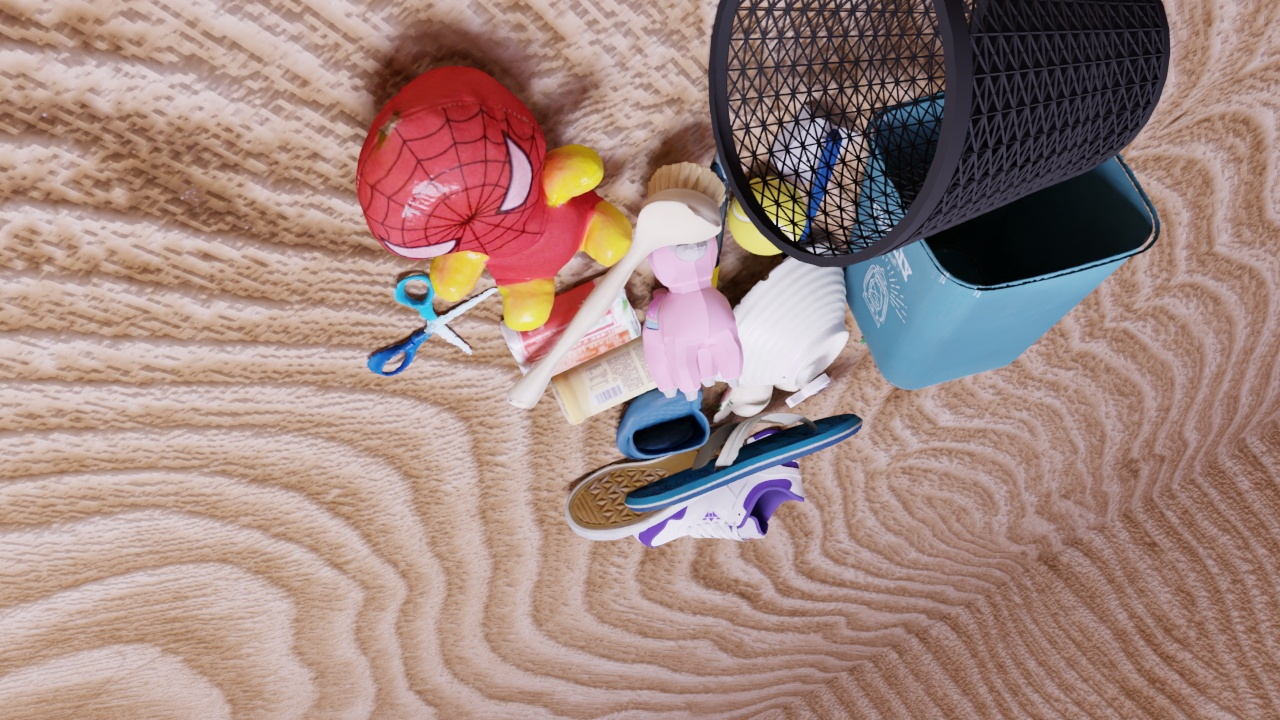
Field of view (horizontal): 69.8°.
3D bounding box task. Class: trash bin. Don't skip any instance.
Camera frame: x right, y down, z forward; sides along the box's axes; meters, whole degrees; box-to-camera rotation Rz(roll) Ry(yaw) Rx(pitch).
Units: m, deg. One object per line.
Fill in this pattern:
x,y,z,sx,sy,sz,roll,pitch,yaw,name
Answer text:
0.208,-0.192,0.621,0.242,0.217,0.218,-15,147,-29,trash bin
0.294,-0.097,0.829,0.199,0.196,0.219,-13,153,-9,trash bin

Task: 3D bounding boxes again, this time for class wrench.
0.192,0.030,0.999,0.047,0.009,0.273,-36,171,12,wrench

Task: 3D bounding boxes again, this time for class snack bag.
-0.061,-0.028,0.818,0.116,0.036,0.077,-25,149,-2,snack bag

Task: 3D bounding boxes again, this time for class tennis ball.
0.106,-0.121,0.770,0.065,0.065,0.065,-18,147,-12,tennis ball

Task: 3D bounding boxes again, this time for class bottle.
-0.005,0.005,0.886,0.162,0.056,0.056,-25,148,-2,bottle

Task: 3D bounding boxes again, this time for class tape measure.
0.141,-0.177,0.757,0.060,0.020,0.062,7,136,-41,tape measure

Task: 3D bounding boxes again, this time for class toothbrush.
0.147,-0.135,0.798,0.017,0.016,0.190,-16,157,-9,toothbrush

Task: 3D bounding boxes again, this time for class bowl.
0.151,-0.024,0.891,0.177,0.071,0.178,-35,156,-18,bowl

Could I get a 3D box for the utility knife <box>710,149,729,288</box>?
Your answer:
0.060,-0.110,0.792,0.020,0.028,0.174,-21,147,-19,utility knife

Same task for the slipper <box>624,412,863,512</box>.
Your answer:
0.111,0.096,1.027,0.294,0.060,0.118,-18,179,-22,slipper

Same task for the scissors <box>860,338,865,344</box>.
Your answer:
0.313,-0.056,1.061,0.127,0.011,0.126,-17,146,-13,scissors

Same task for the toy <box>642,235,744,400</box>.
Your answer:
0.038,-0.047,0.796,0.067,0.157,0.123,-15,-174,-16,toy

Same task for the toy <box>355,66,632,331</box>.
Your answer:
-0.102,-0.108,0.617,0.147,0.098,0.216,-44,147,6,toy

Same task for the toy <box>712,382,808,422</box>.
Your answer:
0.127,0.034,1.025,0.112,0.050,0.087,-28,154,-6,toy

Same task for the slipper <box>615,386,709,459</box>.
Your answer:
0.025,0.075,0.983,0.103,0.059,0.214,-19,162,-5,slipper

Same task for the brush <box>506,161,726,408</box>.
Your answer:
-0.028,-0.051,0.741,0.062,0.077,0.273,32,121,-19,brush

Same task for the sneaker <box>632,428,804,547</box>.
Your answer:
0.108,0.197,1.191,0.244,0.111,0.091,-34,147,13,sneaker

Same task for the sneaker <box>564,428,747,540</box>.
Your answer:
0.023,0.159,1.109,0.235,0.087,0.079,-21,154,-13,sneaker

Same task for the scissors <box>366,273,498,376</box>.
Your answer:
-0.177,-0.028,0.762,0.133,0.014,0.127,-35,151,7,scissors
